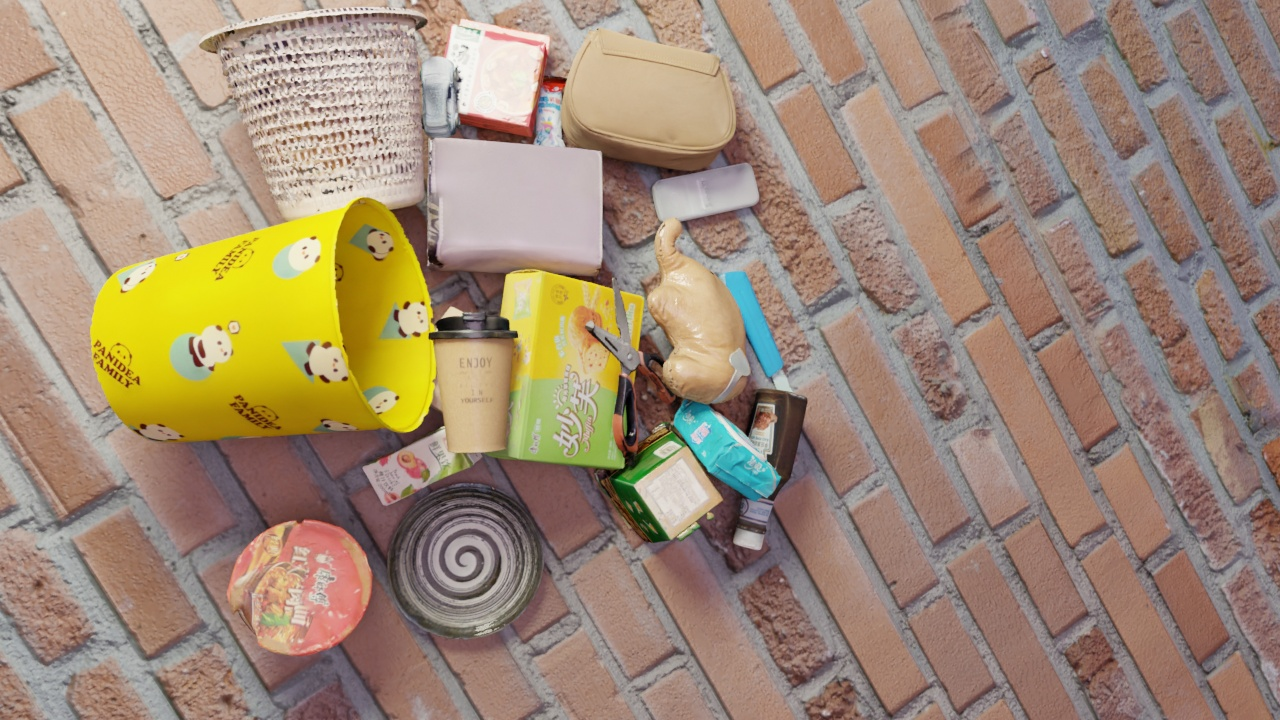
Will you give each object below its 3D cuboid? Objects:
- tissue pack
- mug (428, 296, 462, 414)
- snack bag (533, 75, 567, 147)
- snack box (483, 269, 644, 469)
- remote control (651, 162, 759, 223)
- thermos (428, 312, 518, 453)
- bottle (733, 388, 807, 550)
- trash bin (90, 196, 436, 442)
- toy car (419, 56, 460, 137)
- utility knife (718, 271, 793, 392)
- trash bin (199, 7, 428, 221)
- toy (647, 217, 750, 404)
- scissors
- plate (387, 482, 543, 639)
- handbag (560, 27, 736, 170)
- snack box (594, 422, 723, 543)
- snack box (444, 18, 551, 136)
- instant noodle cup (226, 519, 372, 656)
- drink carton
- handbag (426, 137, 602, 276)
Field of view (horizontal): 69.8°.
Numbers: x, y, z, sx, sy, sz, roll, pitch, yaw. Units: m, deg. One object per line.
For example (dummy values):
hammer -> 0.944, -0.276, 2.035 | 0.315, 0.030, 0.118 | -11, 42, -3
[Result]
tissue pack -> 0.100, 0.102, 1.083 | 0.093, 0.133, 0.050 | 36, 98, -33
mug -> -0.231, -0.007, 1.039 | 0.124, 0.084, 0.103 | 33, 79, 8
snack bag -> -0.110, -0.291, 1.101 | 0.045, 0.026, 0.105 | 0, 89, -20
snack box -> -0.084, 0.014, 1.044 | 0.157, 0.070, 0.210 | 11, 84, -42
remote control -> 0.082, -0.209, 1.149 | 0.135, 0.020, 0.056 | -15, 93, -14
thermos -> -0.173, 0.023, 0.958 | 0.093, 0.093, 0.143 | -1, 91, -14
bottle -> 0.152, 0.133, 1.125 | 0.044, 0.080, 0.194 | 16, 85, -27
trash bin -> -0.364, -0.025, 0.907 | 0.255, 0.229, 0.229 | -9, 90, 8
toy car -> -0.226, -0.295, 1.024 | 0.043, 0.034, 0.090 | -2, 86, 4
utility knife -> 0.151, -0.029, 1.162 | 0.034, 0.018, 0.187 | -25, 95, -2
trash bin -> -0.320, -0.250, 0.965 | 0.227, 0.227, 0.192 | -12, 103, -14
toy -> 0.067, -0.057, 1.101 | 0.143, 0.083, 0.225 | 5, 69, -51
scissors -> -0.007, 0.011, 1.050 | 0.188, 0.015, 0.227 | -19, 111, -57
plate -> -0.202, 0.231, 1.063 | 0.179, 0.024, 0.179 | 0, 90, -14
handbag -> 0.009, -0.307, 1.098 | 0.204, 0.100, 0.147 | 9, 78, -14
snack box -> 0.030, 0.148, 1.081 | 0.118, 0.106, 0.117 | -36, 96, -13
snack box -> -0.171, -0.336, 1.066 | 0.113, 0.044, 0.127 | 10, 86, 0
instant noodle cup -> -0.354, 0.231, 0.980 | 0.137, 0.109, 0.138 | 0, 88, -14
drink carton -> -0.241, 0.112, 1.021 | 0.123, 0.045, 0.053 | -25, 96, 18
handbag -> -0.143, -0.168, 1.048 | 0.197, 0.099, 0.144 | 1, 73, -13
